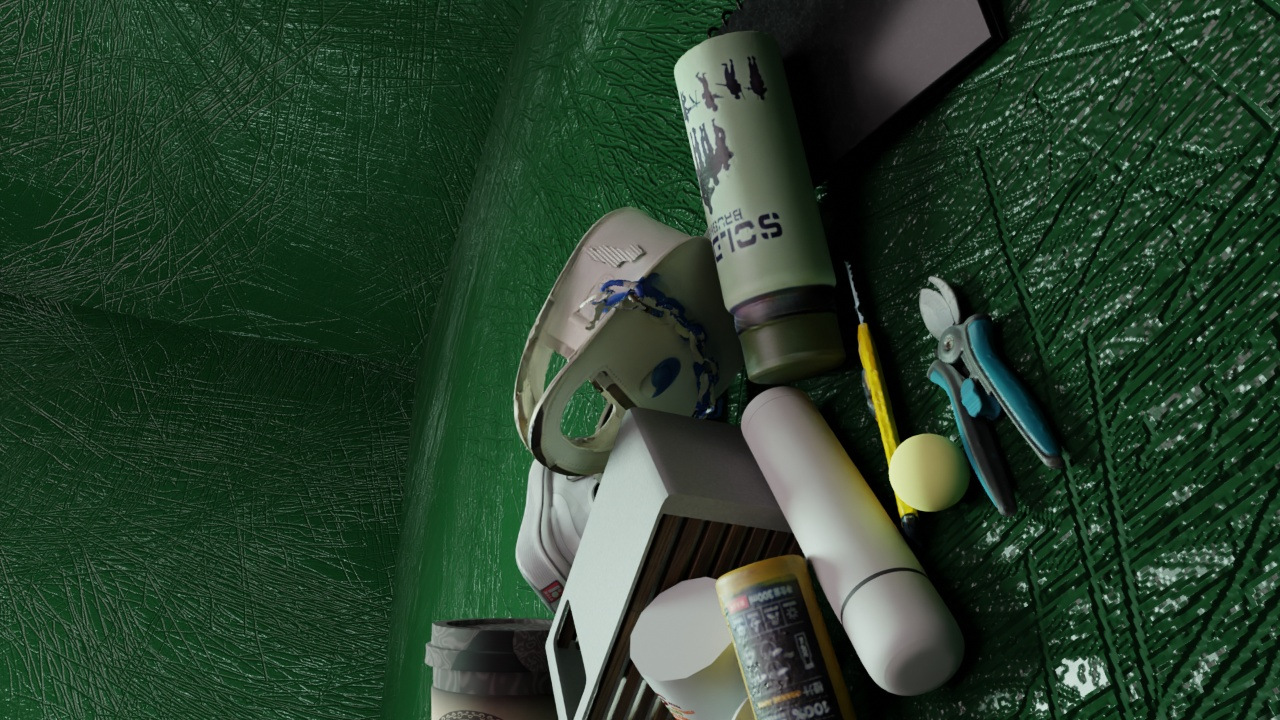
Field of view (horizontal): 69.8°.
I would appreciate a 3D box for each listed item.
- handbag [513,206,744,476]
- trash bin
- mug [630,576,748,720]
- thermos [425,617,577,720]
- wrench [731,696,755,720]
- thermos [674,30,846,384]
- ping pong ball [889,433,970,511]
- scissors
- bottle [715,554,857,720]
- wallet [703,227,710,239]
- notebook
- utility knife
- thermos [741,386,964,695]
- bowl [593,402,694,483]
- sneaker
[{"bbox_3d":[-0.004,0.004,0.685,0.093,0.200,0.199,31,81,34],"label":"handbag"},{"bbox_3d":[0.022,0.168,0.663,0.114,0.114,0.229,-117,42,-62],"label":"trash bin"},{"bbox_3d":[0.060,0.190,0.565,0.105,0.089,0.073,-17,31,26],"label":"mug"},{"bbox_3d":[-0.137,0.385,0.935,0.173,0.172,0.226,153,120,-67],"label":"thermos"},{"bbox_3d":[0.092,0.313,0.470,0.018,0.086,0.273,130,136,-55],"label":"wrench"},{"bbox_3d":[0.082,-0.099,0.626,0.082,0.082,0.231,147,113,-65],"label":"thermos"},{"bbox_3d":[0.149,0.058,0.474,0.040,0.040,0.040,-169,91,-71],"label":"ping pong ball"},{"bbox_3d":[0.171,0.015,0.471,0.132,0.019,0.148,-175,95,-71],"label":"scissors"},{"bbox_3d":[0.090,0.199,0.483,0.053,0.053,0.186,-50,50,55],"label":"bottle"},{"bbox_3d":[0.063,-0.063,0.817,0.119,0.031,0.100,-100,31,-49],"label":"wallet"},{"bbox_3d":[0.126,-0.219,0.626,0.232,0.019,0.169,-36,64,54],"label":"notebook"},{"bbox_3d":[0.143,0.016,0.551,0.030,0.018,0.206,69,-163,-51],"label":"utility knife"},{"bbox_3d":[0.115,0.094,0.533,0.224,0.052,0.052,-111,37,-58],"label":"thermos"},{"bbox_3d":[0.011,0.067,0.837,0.121,0.056,0.121,-45,30,35],"label":"bowl"},{"bbox_3d":[-0.041,0.134,0.916,0.129,0.097,0.262,-29,17,13],"label":"sneaker"}]
